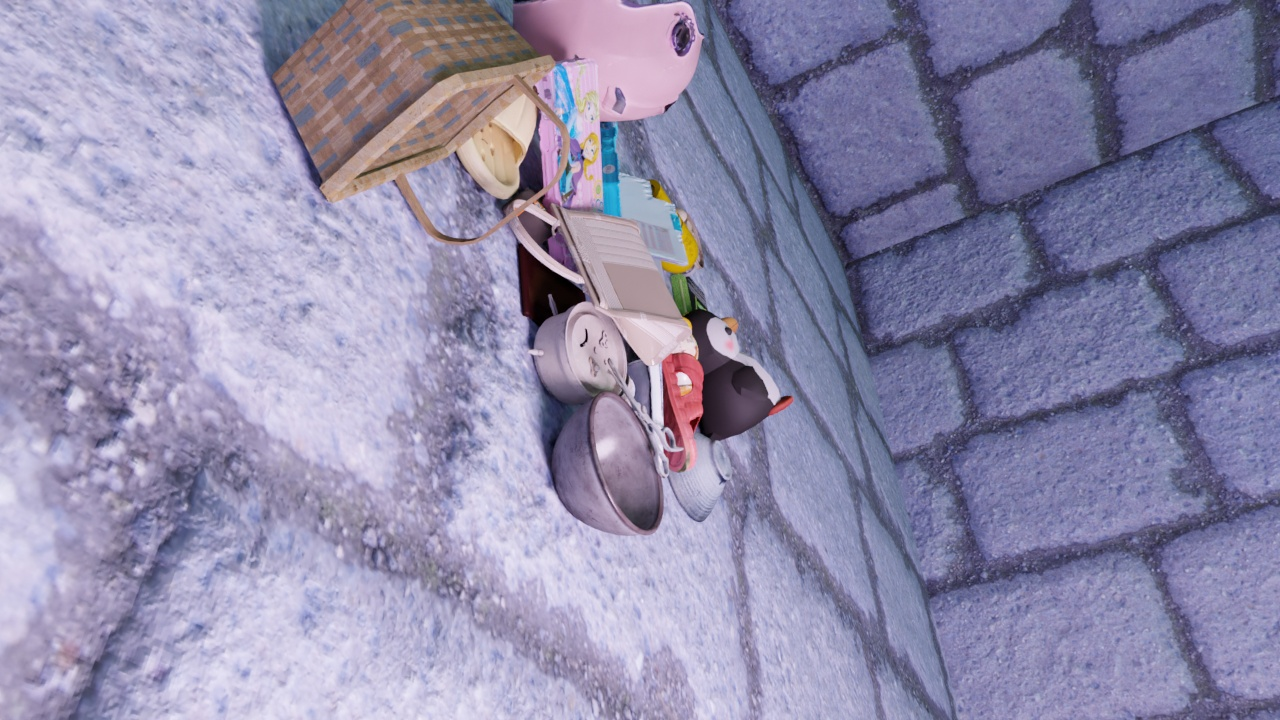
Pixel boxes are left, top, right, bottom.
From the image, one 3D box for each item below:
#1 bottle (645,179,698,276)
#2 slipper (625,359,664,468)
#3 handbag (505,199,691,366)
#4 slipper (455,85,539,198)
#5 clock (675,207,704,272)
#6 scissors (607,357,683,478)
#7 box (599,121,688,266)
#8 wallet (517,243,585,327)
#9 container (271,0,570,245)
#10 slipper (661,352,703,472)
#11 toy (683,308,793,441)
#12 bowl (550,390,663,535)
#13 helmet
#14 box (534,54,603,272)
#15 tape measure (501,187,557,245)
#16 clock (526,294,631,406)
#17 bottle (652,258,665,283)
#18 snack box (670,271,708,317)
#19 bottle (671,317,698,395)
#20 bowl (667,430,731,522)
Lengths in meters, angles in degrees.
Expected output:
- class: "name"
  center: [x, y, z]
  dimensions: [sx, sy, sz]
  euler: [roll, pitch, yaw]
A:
- class: "bottle"
  center: [0.037, -0.191, 1.390]
  dimensions: [0.164, 0.071, 0.071]
  euler: [52, 26, -40]
- class: "slipper"
  center: [-0.006, 0.006, 1.058]
  dimensions: [0.111, 0.063, 0.263]
  euler: [92, -4, -84]
- class: "handbag"
  center: [-0.056, -0.104, 0.933]
  dimensions: [0.197, 0.062, 0.175]
  euler: [26, 30, -43]
- class: "slipper"
  center: [-0.157, -0.300, 0.984]
  dimensions: [0.111, 0.079, 0.261]
  euler: [32, 41, -54]
- class: "clock"
  center: [0.059, -0.201, 1.479]
  dimensions: [0.092, 0.055, 0.141]
  euler: [-88, 157, -48]
- class: "scissors"
  center: [0.006, 0.054, 0.946]
  dimensions: [0.161, 0.014, 0.117]
  euler: [68, 21, -12]
- class: "box"
  center: [-0.020, -0.218, 1.220]
  dimensions: [0.170, 0.085, 0.226]
  euler: [47, 21, -31]
- class: "wallet"
  center: [-0.095, -0.064, 1.001]
  dimensions: [0.115, 0.018, 0.091]
  euler: [39, 36, -51]
- class: "container"
  center: [-0.159, -0.199, 0.770]
  dimensions: [0.186, 0.158, 0.249]
  euler: [53, 23, -10]
- class: "slipper"
  center: [0.045, 0.031, 1.146]
  dimensions: [0.104, 0.059, 0.248]
  euler: [104, -21, -48]
- class: "toy"
  center: [0.105, 0.018, 1.321]
  dimensions: [0.184, 0.140, 0.159]
  euler: [58, -12, -4]
- class: "bowl"
  center: [-0.039, 0.109, 0.898]
  dimensions: [0.145, 0.067, 0.144]
  euler: [52, 26, -39]
- class: "helmet"
  center: [-0.038, -0.382, 1.170]
  dimensions: [0.254, 0.230, 0.152]
  euler: [-6, 102, -49]
- class: "box"
  center: [-0.068, -0.228, 1.052]
  dimensions: [0.160, 0.063, 0.231]
  euler: [-65, 155, -63]
- class: "tape measure"
  center: [-0.121, -0.152, 0.989]
  dimensions: [0.059, 0.038, 0.058]
  euler: [53, 15, -9]
- class: "clock"
  center: [-0.056, 0.010, 0.961]
  dimensions: [0.157, 0.061, 0.103]
  euler: [51, 39, -34]
- class: "bottle"
  center: [0.001, -0.137, 1.275]
  dimensions: [0.072, 0.046, 0.161]
  euler: [38, 37, -55]
- class: "snack box"
  center: [0.086, -0.059, 1.450]
  dimensions: [0.080, 0.025, 0.147]
  euler: [41, 34, -53]
- class: "bottle"
  center: [0.048, -0.006, 1.245]
  dimensions: [0.063, 0.063, 0.109]
  euler: [23, 51, -63]
- class: "bowl"
  center: [0.083, 0.138, 1.201]
  dimensions: [0.137, 0.057, 0.136]
  euler: [52, 26, -39]
